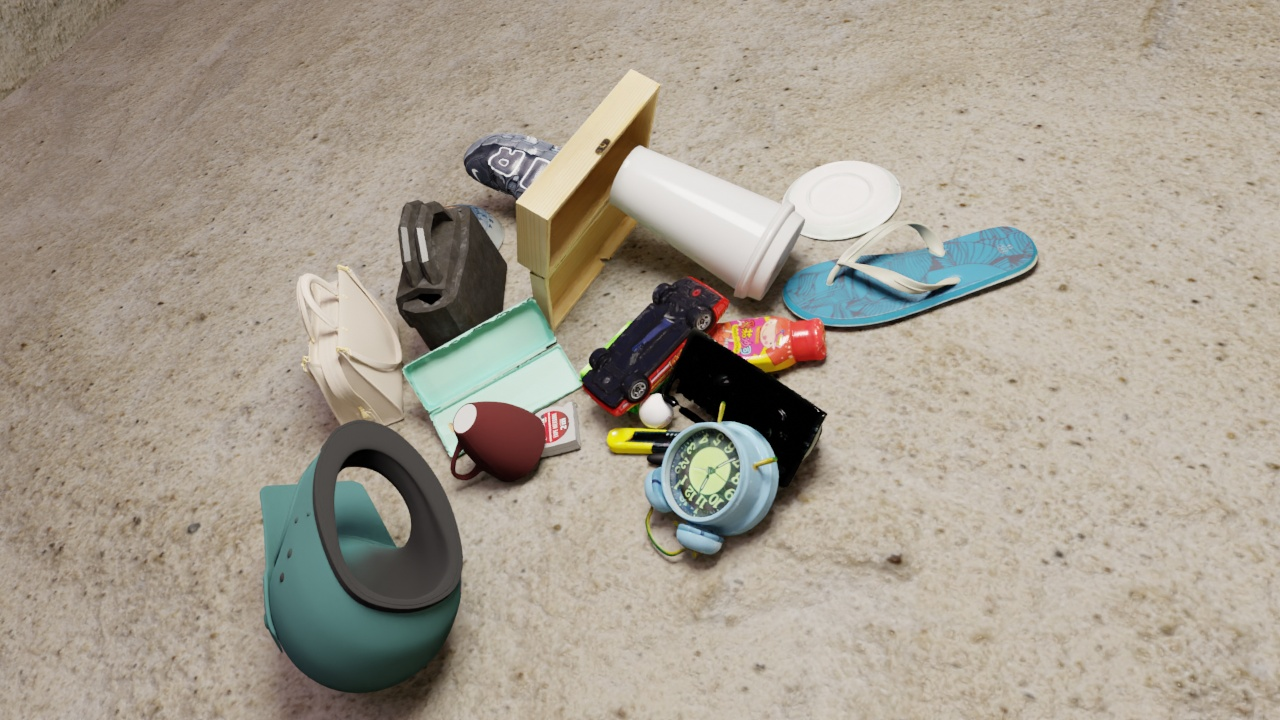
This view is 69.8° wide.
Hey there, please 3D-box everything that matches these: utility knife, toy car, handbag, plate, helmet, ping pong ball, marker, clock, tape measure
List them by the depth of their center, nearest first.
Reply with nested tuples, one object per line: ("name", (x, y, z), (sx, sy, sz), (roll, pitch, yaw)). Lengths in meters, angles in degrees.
("helmet", (-0.293, 0.202, 0.934), (0.176, 0.201, 0.274), (2, 49, -39))
("clock", (0.067, 0.131, 0.938), (0.162, 0.060, 0.118), (-54, 51, 13))
("toy car", (0.121, 0.050, 0.994), (0.192, 0.071, 0.094), (34, 105, 35))
("marker", (0.070, 0.109, 1.002), (0.134, 0.018, 0.015), (0, 65, 20))
("utility knife", (0.045, 0.091, 1.028), (0.173, 0.020, 0.028), (0, 52, 19))
("ping pong ball", (0.018, 0.058, 1.050), (0.040, 0.040, 0.040), (-10, 48, 11))
("toy car", (0.016, -0.018, 1.061), (0.189, 0.056, 0.081), (-44, 46, -9))
("tape measure", (-0.102, 0.083, 1.086), (0.062, 0.020, 0.060), (-16, 47, 7))
("handbag", (-0.381, -0.034, 1.170), (0.101, 0.198, 0.194), (-20, 47, 3))
("handbag", (-0.262, -0.114, 1.196), (0.102, 0.199, 0.197), (-11, 47, 10))
("plate", (0.264, -0.217, 1.218), (0.157, 0.014, 0.156), (-11, 48, 12))

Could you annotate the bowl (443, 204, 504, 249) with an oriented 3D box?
("bowl", (-0.283, -0.190, 1.367), (0.151, 0.057, 0.150), (-11, 47, 12))

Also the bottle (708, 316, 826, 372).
("bottle", (0.147, -0.019, 1.064), (0.134, 0.048, 0.071), (-6, 47, 15))

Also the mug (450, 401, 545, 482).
("mug", (-0.179, 0.093, 1.049), (0.114, 0.088, 0.087), (-45, 45, 9))

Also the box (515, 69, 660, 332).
("box", (-0.062, -0.193, 1.160), (0.068, 0.254, 0.246), (27, 62, 18))

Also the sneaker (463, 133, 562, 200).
("sneaker", (-0.147, -0.232, 1.306), (0.253, 0.097, 0.150), (10, 57, 12))

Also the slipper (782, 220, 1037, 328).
("slipper", (0.313, -0.109, 1.076), (0.295, 0.060, 0.118), (-14, 50, 9))

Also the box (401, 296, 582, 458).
("box", (-0.182, 0.021, 1.137), (0.187, 0.052, 0.139), (-28, 90, -6))

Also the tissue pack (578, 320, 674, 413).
("tissue pack", (-0.007, 0.006, 1.111), (0.100, 0.034, 0.113), (25, 61, 37))

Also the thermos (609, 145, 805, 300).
("thermos", (0.077, -0.176, 1.126), (0.222, 0.132, 0.131), (30, 63, 9))
